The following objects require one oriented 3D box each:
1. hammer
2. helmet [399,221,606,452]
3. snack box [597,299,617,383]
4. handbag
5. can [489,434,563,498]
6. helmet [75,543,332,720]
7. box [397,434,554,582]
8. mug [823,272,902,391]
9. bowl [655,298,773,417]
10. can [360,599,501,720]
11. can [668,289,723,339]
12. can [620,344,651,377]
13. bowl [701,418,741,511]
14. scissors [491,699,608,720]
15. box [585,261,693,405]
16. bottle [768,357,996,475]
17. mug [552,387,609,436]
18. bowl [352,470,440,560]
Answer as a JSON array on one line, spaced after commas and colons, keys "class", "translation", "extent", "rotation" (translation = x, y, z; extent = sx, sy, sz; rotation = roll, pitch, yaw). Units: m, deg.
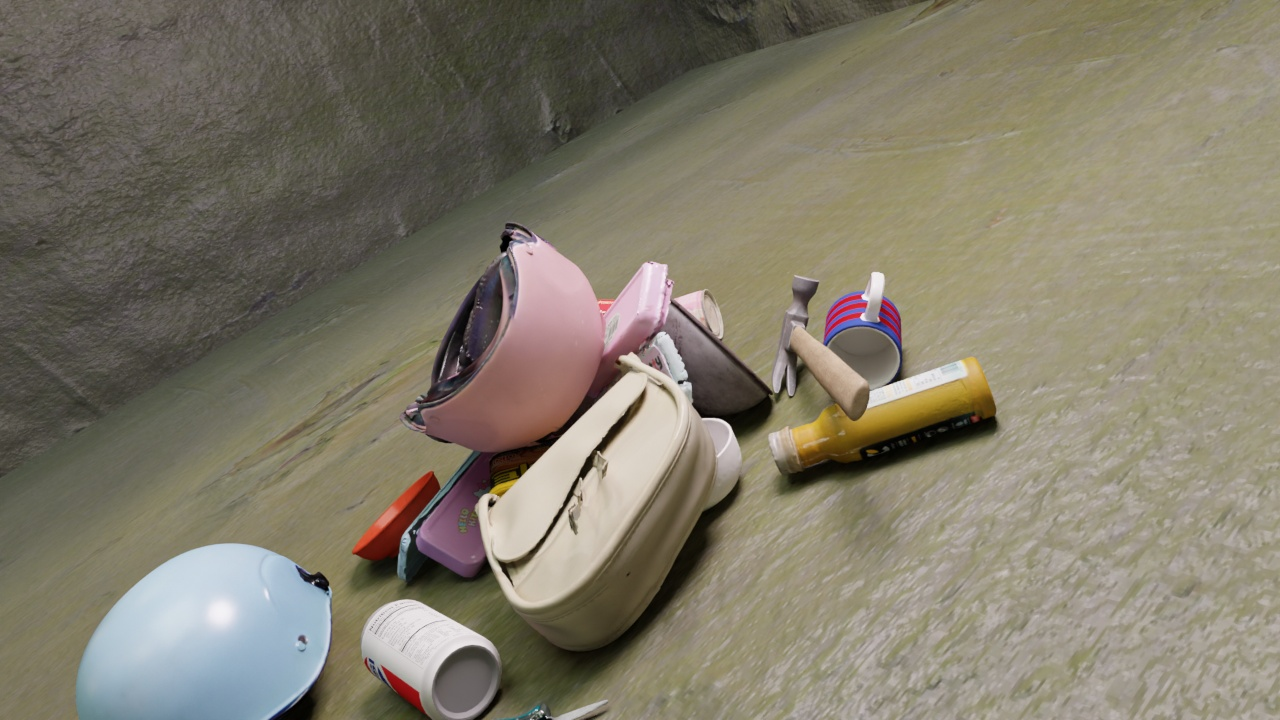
[{"class": "hammer", "translation": [0.163, -0.001, 0.827], "extent": [0.031, 0.119, 0.331], "rotation": [12, 11, -4]}, {"class": "helmet", "translation": [-0.126, -0.012, 0.925], "extent": [0.256, 0.152, 0.229], "rotation": [-2, 63, 67]}, {"class": "snack box", "translation": [-0.041, -0.029, 1.240], "extent": [0.152, 0.036, 0.132], "rotation": [5, 41, 47]}, {"class": "handbag", "translation": [-0.043, 0.096, 0.755], "extent": [0.228, 0.132, 0.184], "rotation": [-43, 45, -12]}, {"class": "can", "translation": [-0.081, 0.123, 0.896], "extent": [0.130, 0.072, 0.101], "rotation": [-15, 18, -6]}, {"class": "helmet", "translation": [-0.399, 0.262, 0.845], "extent": [0.225, 0.167, 0.266], "rotation": [-39, 14, -6]}, {"class": "box", "translation": [-0.173, 0.159, 0.995], "extent": [0.213, 0.090, 0.093], "rotation": [-55, -7, -51]}, {"class": "mug", "translation": [0.220, -0.035, 0.893], "extent": [0.075, 0.112, 0.076], "rotation": [11, 31, 9]}, {"class": "bowl", "translation": [0.062, 0.008, 0.954], "extent": [0.067, 0.145, 0.145], "rotation": [-47, 22, 3]}, {"class": "can", "translation": [-0.174, 0.244, 0.753], "extent": [0.070, 0.070, 0.132], "rotation": [-40, 25, -30]}, {"class": "can", "translation": [0.057, -0.048, 1.157], "extent": [0.076, 0.067, 0.067], "rotation": [-16, 24, 22]}, {"class": "can", "translation": [0.011, 0.020, 1.061], "extent": [0.063, 0.063, 0.114], "rotation": [-26, 22, 0]}, {"class": "bowl", "translation": [0.046, 0.104, 0.848], "extent": [0.105, 0.054, 0.104], "rotation": [-24, 20, 9]}, {"class": "scissors", "translation": [-0.100, 0.278, 0.663], "extent": [0.151, 0.019, 0.120], "rotation": [-3, 30, 41]}, {"class": "box", "translation": [-0.014, 0.005, 0.924], "extent": [0.058, 0.155, 0.202], "rotation": [3, -24, -22]}, {"class": "bottle", "translation": [0.203, 0.052, 0.786], "extent": [0.186, 0.053, 0.053], "rotation": [-21, 22, 14]}, {"class": "mug", "translation": [-0.072, 0.028, 1.081], "extent": [0.096, 0.110, 0.122], "rotation": [3, 35, 42]}, {"class": "bowl", "translation": [-0.261, 0.178, 1.012], "extent": [0.122, 0.035, 0.122], "rotation": [-43, 10, 9]}]
